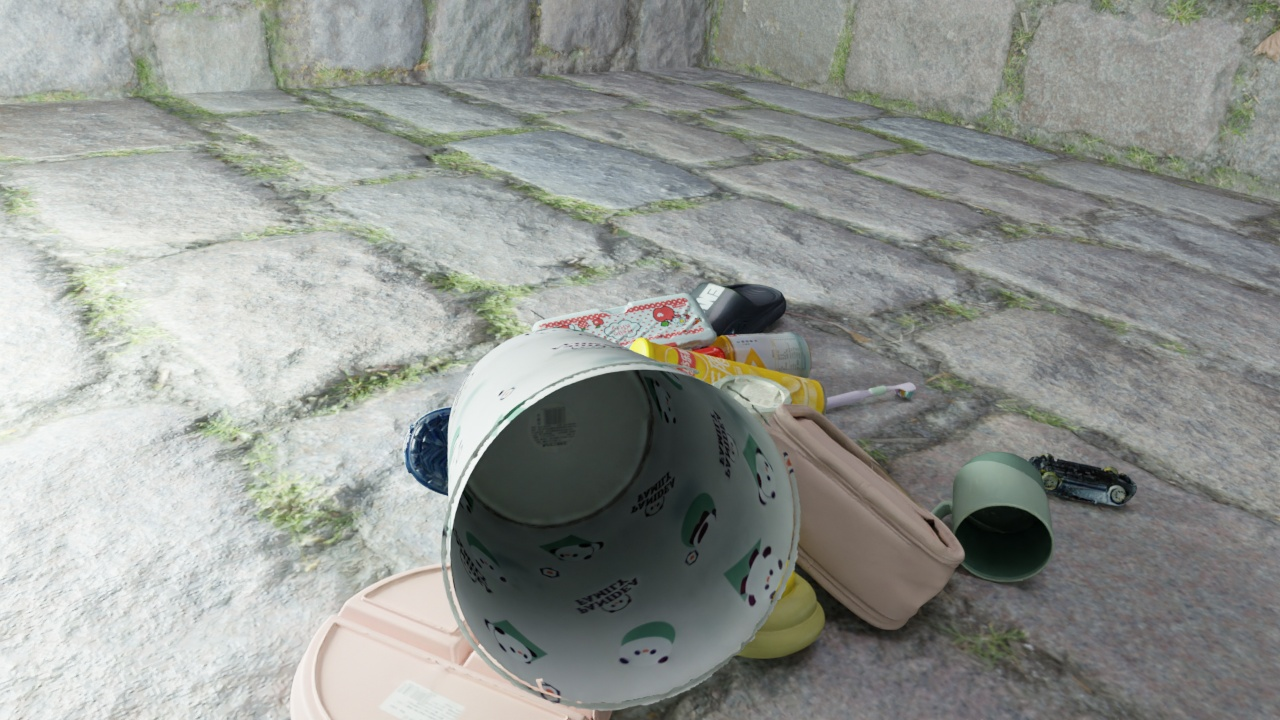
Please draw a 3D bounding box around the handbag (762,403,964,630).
[{"bbox_3d":[0.189,0.116,0.823,0.193,0.093,0.233,41,19,9],"label":"handbag"}]

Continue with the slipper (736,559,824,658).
[{"bbox_3d":[0.059,0.166,0.743,0.191,0.082,0.091,23,34,37],"label":"slipper"}]

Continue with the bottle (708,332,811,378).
[{"bbox_3d":[0.107,0.003,1.095,0.189,0.068,0.068,-3,27,-15],"label":"bottle"}]

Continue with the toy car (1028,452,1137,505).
[{"bbox_3d":[0.454,0.126,0.948,0.106,0.031,0.048,11,27,15],"label":"toy car"}]

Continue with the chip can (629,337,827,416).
[{"bbox_3d":[0.088,0.033,0.966,0.213,0.072,0.072,13,23,-19],"label":"chip can"}]

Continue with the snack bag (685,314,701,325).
[{"bbox_3d":[0.029,-0.028,1.129,0.105,0.026,0.045,-29,47,-7],"label":"snack bag"}]

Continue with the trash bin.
[{"bbox_3d":[-0.040,0.087,0.680,0.229,0.230,0.252,-3,12,-16],"label":"trash bin"}]

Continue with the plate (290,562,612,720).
[{"bbox_3d":[-0.131,0.219,0.659,0.229,0.028,0.229,4,26,-2],"label":"plate"}]

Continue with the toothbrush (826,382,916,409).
[{"bbox_3d":[0.245,0.049,1.086,0.189,0.021,0.029,-9,-9,-23],"label":"toothbrush"}]

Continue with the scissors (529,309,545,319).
[{"bbox_3d":[-0.057,-0.013,1.102,0.176,0.012,0.162,36,17,14],"label":"scissors"}]

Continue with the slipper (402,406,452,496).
[{"bbox_3d":[-0.094,0.092,0.859,0.252,0.105,0.095,3,-1,-18],"label":"slipper"}]

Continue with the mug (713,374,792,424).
[{"bbox_3d":[0.092,0.083,0.890,0.084,0.103,0.123,22,30,30],"label":"mug"}]

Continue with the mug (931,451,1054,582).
[{"bbox_3d":[0.318,0.143,0.848,0.112,0.082,0.106,-19,17,25],"label":"mug"}]

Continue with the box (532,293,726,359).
[{"bbox_3d":[-0.005,0.003,1.004,0.200,0.060,0.161,-12,72,-21],"label":"box"}]

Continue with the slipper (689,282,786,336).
[{"bbox_3d":[0.103,-0.072,1.229,0.111,0.083,0.267,21,33,34],"label":"slipper"}]
